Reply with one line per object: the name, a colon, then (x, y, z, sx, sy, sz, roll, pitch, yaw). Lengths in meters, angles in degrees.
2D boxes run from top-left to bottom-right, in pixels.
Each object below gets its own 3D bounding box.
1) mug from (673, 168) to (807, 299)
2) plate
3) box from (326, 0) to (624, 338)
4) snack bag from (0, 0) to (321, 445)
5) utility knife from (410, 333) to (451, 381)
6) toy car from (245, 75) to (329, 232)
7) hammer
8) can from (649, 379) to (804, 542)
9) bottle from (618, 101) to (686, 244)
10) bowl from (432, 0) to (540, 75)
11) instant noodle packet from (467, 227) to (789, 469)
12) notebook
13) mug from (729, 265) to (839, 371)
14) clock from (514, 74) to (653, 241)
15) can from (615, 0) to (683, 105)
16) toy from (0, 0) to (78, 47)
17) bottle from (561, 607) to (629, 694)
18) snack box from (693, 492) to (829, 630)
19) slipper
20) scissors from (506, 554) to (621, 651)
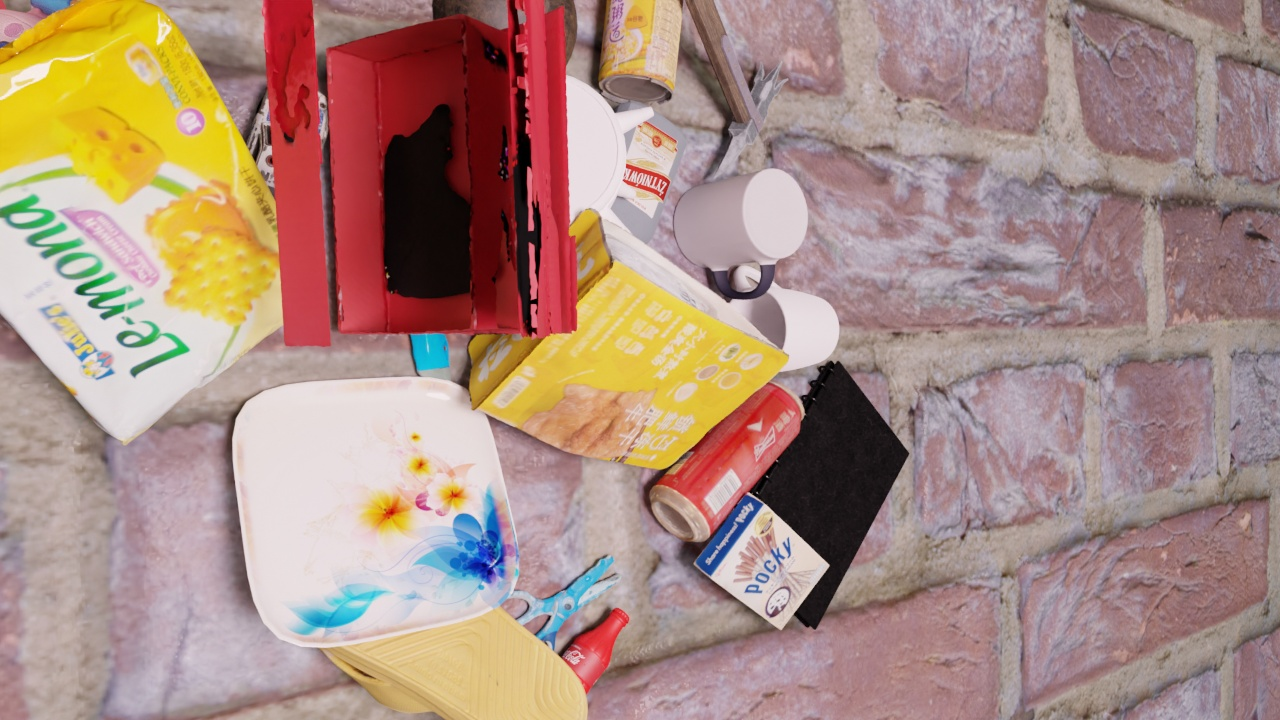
mug: (0.092, -0.111, 0.838, 0.078, 0.097, 0.112, -7, 94, -36)
plate: (-0.184, 0.101, 0.648, 0.186, 0.016, 0.186, -3, 66, -33)
box: (-0.091, -0.120, 0.575, 0.123, 0.316, 0.211, -4, 94, -37)
snack bag: (-0.300, -0.081, 0.527, 0.159, 0.068, 0.248, -40, 142, -26)
utility knife: (-0.170, -0.082, 0.701, 0.031, 0.015, 0.209, -10, 98, -38)
toy car: (-0.246, -0.141, 0.631, 0.048, 0.041, 0.112, 20, 78, -35)
hammer: (0.046, -0.303, 0.770, 0.146, 0.028, 0.317, -63, 144, -22)
can: (0.082, 0.090, 0.850, 0.169, 0.067, 0.067, -44, 114, -27)
bottle: (-0.016, -0.136, 0.792, 0.072, 0.046, 0.161, 28, 74, -32)
bowl: (-0.097, -0.276, 0.728, 0.121, 0.056, 0.121, 0, 90, -36)
instant noodle packet: (-0.004, 0.004, 0.736, 0.221, 0.084, 0.163, 29, 116, -36)
notebook: (0.188, 0.136, 0.956, 0.169, 0.019, 0.231, 48, 65, -27)
mug: (0.131, -0.043, 0.888, 0.087, 0.081, 0.114, -2, 60, -42)
clock: (-0.079, -0.155, 0.719, 0.161, 0.073, 0.125, 10, 83, -6)
can: (0.001, -0.281, 0.792, 0.067, 0.068, 0.105, 9, 85, -35)
toy: (-0.350, -0.157, 0.546, 0.131, 0.097, 0.124, 26, 68, -14)
bottle: (-0.051, 0.259, 0.773, 0.118, 0.036, 0.036, -47, 115, -26)
snack box: (0.116, 0.190, 0.855, 0.082, 0.026, 0.150, -52, 134, -6)
slipper: (-0.156, 0.203, 0.668, 0.263, 0.079, 0.099, 39, 52, -8)
scissors: (-0.065, 0.219, 0.780, 0.140, 0.014, 0.090, -19, 100, -36)
